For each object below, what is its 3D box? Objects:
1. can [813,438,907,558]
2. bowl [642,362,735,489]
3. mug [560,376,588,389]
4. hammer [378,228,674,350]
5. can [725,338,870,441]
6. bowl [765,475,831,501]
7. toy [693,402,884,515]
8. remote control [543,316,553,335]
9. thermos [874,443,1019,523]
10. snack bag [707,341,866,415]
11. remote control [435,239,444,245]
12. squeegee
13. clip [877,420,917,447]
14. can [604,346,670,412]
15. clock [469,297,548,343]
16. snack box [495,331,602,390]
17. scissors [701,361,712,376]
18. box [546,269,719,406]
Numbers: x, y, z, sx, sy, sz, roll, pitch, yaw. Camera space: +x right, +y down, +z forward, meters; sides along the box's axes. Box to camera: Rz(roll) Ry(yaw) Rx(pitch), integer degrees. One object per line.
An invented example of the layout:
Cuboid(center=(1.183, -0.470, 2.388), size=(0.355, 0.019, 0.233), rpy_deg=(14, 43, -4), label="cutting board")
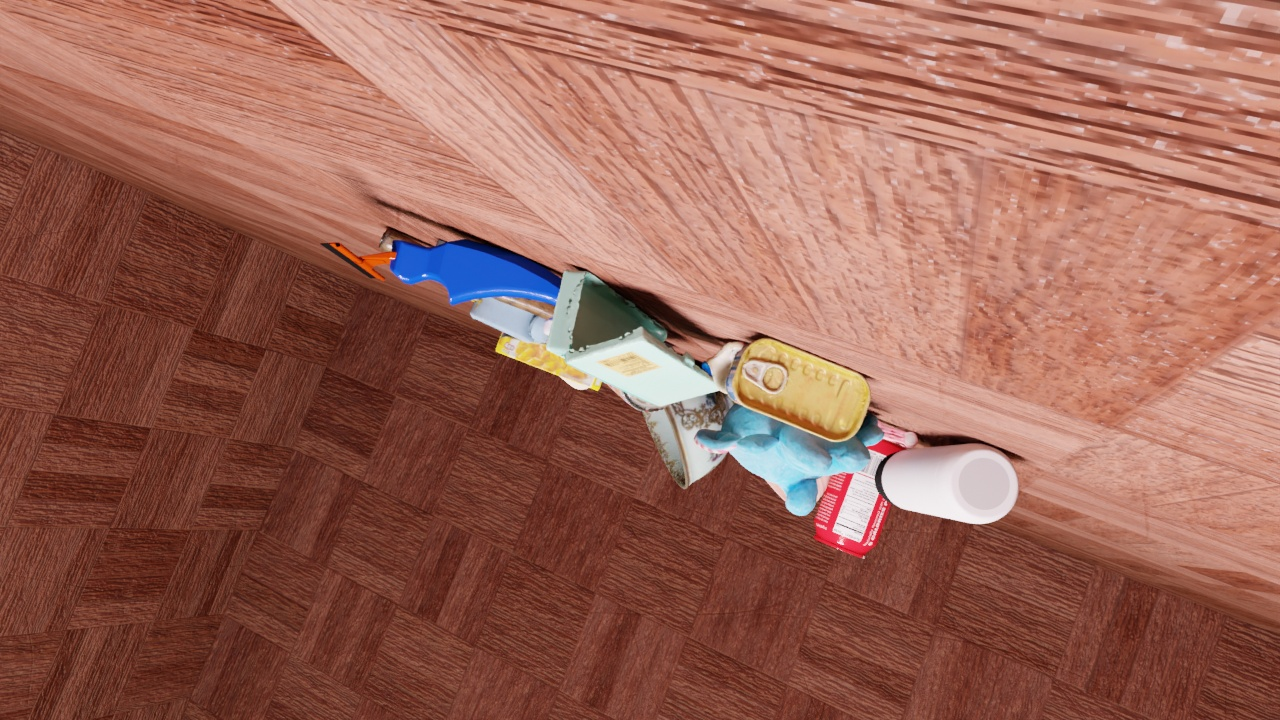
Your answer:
Cuboid(center=(0.255, 0.151, 1.064), size=(0.074, 0.142, 0.074), rpy_deg=(21, 177, 1), label="can")
Cuboid(center=(0.064, 0.063, 1.103), size=(0.094, 0.160, 0.160), rpy_deg=(-21, -176, -10), label="bowl")
Cuboid(center=(-0.108, -0.028, 1.259), size=(0.097, 0.081, 0.122), rpy_deg=(34, -164, -41), label="mug")
Cuboid(center=(-0.124, -0.064, 1.000), size=(0.330, 0.033, 0.120), rpy_deg=(23, 177, -19), label="hammer")
Cuboid(center=(0.115, 0.021, 0.688), size=(0.100, 0.054, 0.059), rpy_deg=(22, 179, -3), label="can")
Cuboid(center=(0.185, 0.103, 1.120), size=(0.153, 0.076, 0.153), rpy_deg=(54, 169, 15), label="bowl")
Cuboid(center=(0.151, 0.084, 0.853), size=(0.183, 0.115, 0.180), rpy_deg=(-3, -167, -13), label="toy")
Cuboid(center=(-0.037, -0.031, 0.822), size=(0.050, 0.022, 0.133), rpy_deg=(8, -175, 22), label="remote control")
Cuboid(center=(0.301, 0.113, 0.886), size=(0.101, 0.068, 0.230), rpy_deg=(-10, 174, -3), label="thermos")
Cuboid(center=(0.133, 0.025, 0.788), size=(0.155, 0.044, 0.087), rpy_deg=(19, -176, -32), label="snack bag")
Cuboid(center=(-0.136, -0.084, 0.899), size=(0.133, 0.013, 0.058), rpy_deg=(22, 177, -8), label="remote control")
Cuboid(center=(-0.143, -0.071, 0.754), size=(0.184, 0.055, 0.249), rpy_deg=(14, 178, -9), label="squeegee")
Cuboid(center=(0.255, 0.076, 0.932), size=(0.060, 0.023, 0.044), rpy_deg=(21, 172, -14), label="clip")
Cuboid(center=(-0.005, 0.005, 0.917), size=(0.066, 0.067, 0.124), rpy_deg=(23, -176, -20), label="can")
Cuboid(center=(-0.144, -0.053, 1.090), size=(0.124, 0.051, 0.089), rpy_deg=(25, 176, -8), label="clock")
Cuboid(center=(-0.106, -0.022, 1.155), size=(0.152, 0.075, 0.025), rpy_deg=(20, 178, 26), label="snack box")
Cuboid(center=(0.107, 0.020, 1.014), size=(0.117, 0.014, 0.130), rpy_deg=(21, 176, 19), label="scissors")
Cuboid(center=(0.008, -0.008, 0.749), size=(0.092, 0.077, 0.188), rpy_deg=(10, 170, 24), label="box")
